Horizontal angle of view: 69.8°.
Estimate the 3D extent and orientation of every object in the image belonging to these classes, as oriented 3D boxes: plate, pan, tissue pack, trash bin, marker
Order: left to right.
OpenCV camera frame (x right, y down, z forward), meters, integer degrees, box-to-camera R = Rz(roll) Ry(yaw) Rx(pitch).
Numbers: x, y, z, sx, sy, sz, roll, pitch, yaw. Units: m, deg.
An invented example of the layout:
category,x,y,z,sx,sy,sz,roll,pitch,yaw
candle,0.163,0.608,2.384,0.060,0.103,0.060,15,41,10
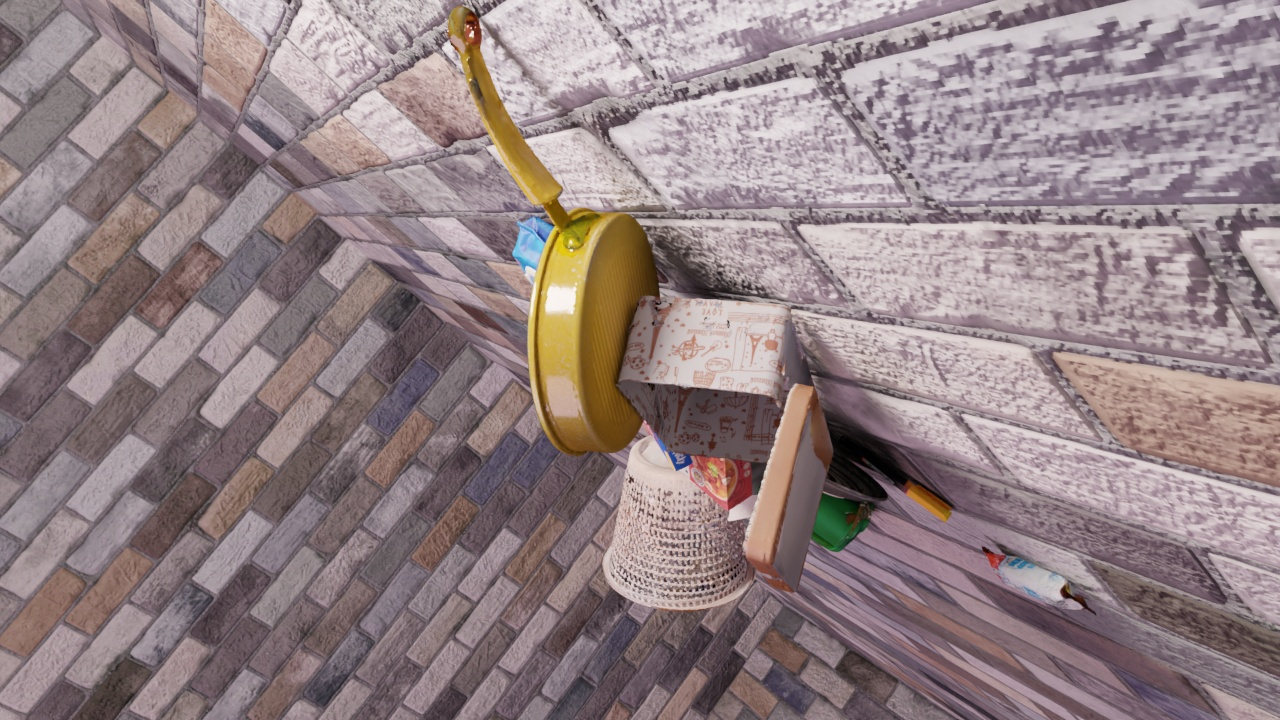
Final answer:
category,x,y,z,sx,sy,sz,roll,pitch,yaw
pan,-0.060,-0.086,0.691,0.078,0.197,0.358,3,128,19
tissue pack,-0.086,-0.093,0.996,0.095,0.052,0.157,36,170,13
trash bin,0.057,0.215,1.314,0.228,0.227,0.192,27,122,49
plate,0.158,0.097,0.902,0.179,0.024,0.179,26,-170,-5
marker,0.242,0.110,0.876,0.124,0.015,0.018,37,169,20

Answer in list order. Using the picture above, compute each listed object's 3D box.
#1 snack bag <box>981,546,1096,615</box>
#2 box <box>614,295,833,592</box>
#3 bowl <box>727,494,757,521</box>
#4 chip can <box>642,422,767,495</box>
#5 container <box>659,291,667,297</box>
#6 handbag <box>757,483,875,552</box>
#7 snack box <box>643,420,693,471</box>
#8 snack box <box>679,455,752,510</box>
category,x,y,z,sx,sy,sz,roll,pitch,yaw
snack bag,0.358,0.200,0.832,0.048,0.026,0.104,36,172,-27
box,0.070,0.076,0.741,0.157,0.192,0.183,6,158,21
bowl,0.165,0.169,1.222,0.118,0.118,0.064,106,150,-80
chip can,0.090,0.105,1.225,0.071,0.071,0.215,45,168,-37
container,-0.013,-0.033,0.917,0.114,0.090,0.090,32,170,11
handbag,0.213,0.165,1.101,0.131,0.067,0.120,37,163,9
snack box,0.009,0.053,1.095,0.157,0.026,0.084,56,173,44
snack box,0.082,0.097,1.102,0.113,0.044,0.127,37,143,45
